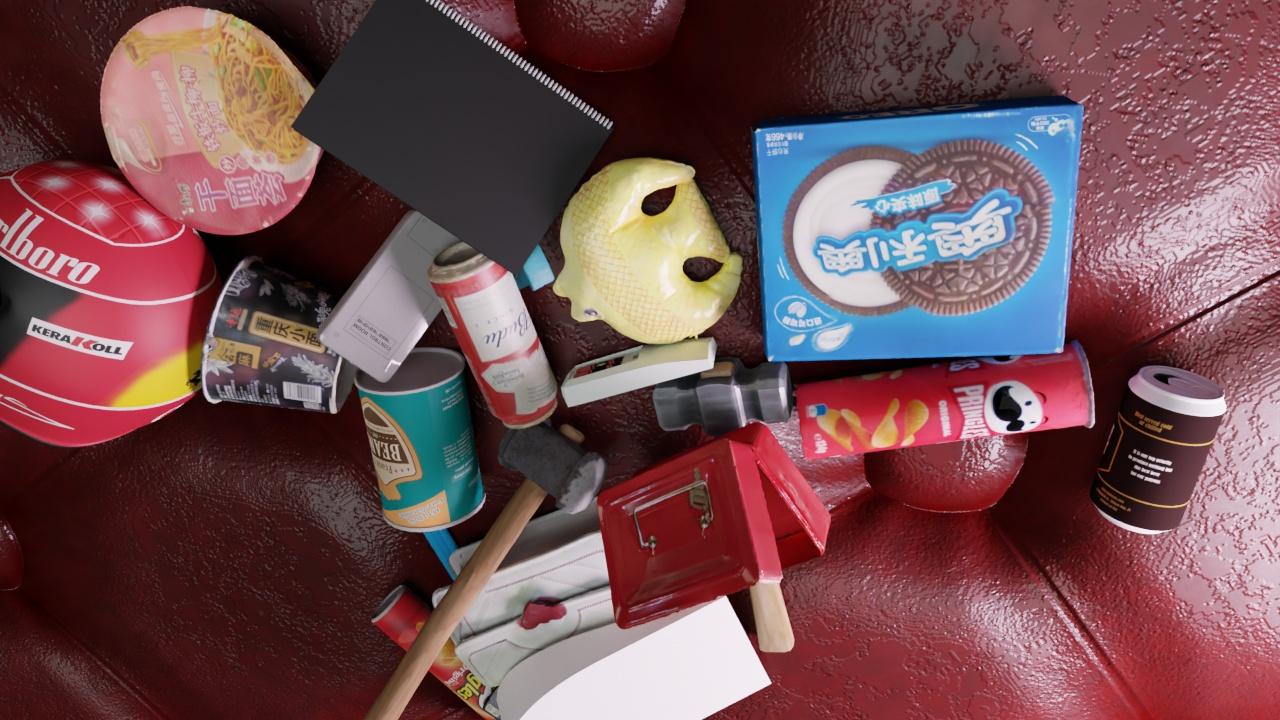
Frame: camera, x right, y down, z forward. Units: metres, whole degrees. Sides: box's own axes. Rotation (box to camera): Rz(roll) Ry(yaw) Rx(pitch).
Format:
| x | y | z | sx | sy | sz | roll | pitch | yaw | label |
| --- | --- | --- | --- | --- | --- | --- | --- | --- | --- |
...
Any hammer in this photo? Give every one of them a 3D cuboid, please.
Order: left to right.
| x | y | z | sx | sy | sz | roll | pitch | yaw | label |
| --- | --- | --- | --- | --- | --- | --- | --- | --- | --- |
| -0.153 | 0.199 | 0.842 | 0.098 | 0.052 | 0.328 | 32 | 84 | 29 | hammer |
| 0.103 | 0.148 | 0.872 | 0.117 | 0.051 | 0.323 | -6 | 116 | 18 | hammer |

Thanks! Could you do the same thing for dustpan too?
| x | y | z | sx | sy | sz | roll | pitch | yaw | label |
| --- | --- | --- | --- | --- | --- | --- | --- | --- | --- |
| -0.015 | 0.321 | 0.922 | 0.258 | 0.053 | 0.192 | -27 | 133 | -1 | dustpan |

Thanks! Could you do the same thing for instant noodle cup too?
| x | y | z | sx | sy | sz | roll | pitch | yaw | label |
| --- | --- | --- | --- | --- | --- | --- | --- | --- | --- |
| -0.342 | -0.201 | 0.768 | 0.179 | 0.077 | 0.179 | 1 | 111 | 3 | instant noodle cup |
| -0.315 | -0.014 | 0.833 | 0.112 | 0.137 | 0.137 | 16 | 117 | -8 | instant noodle cup |

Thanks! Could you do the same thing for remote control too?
| x | y | z | sx | sy | sz | roll | pitch | yaw | label |
| --- | --- | --- | --- | --- | --- | --- | --- | --- | --- |
| -0.208 | -0.060 | 0.797 | 0.074 | 0.019 | 0.151 | 41 | 80 | -36 | remote control |
| -0.005 | 0.005 | 0.822 | 0.143 | 0.049 | 0.024 | -16 | 111 | 17 | remote control |

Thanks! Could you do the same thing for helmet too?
| x | y | z | sx | sy | sz | roll | pitch | yaw | label |
| --- | --- | --- | --- | --- | --- | --- | --- | --- | --- |
| -0.496 | -0.064 | 0.802 | 0.271 | 0.197 | 0.225 | 31 | 116 | 5 | helmet |

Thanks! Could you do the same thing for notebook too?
| x | y | z | sx | sy | sz | roll | pitch | yaw | label |
| --- | --- | --- | --- | --- | --- | --- | --- | --- | --- |
| -0.146 | -0.187 | 0.734 | 0.206 | 0.016 | 0.149 | 33 | 87 | -10 | notebook |

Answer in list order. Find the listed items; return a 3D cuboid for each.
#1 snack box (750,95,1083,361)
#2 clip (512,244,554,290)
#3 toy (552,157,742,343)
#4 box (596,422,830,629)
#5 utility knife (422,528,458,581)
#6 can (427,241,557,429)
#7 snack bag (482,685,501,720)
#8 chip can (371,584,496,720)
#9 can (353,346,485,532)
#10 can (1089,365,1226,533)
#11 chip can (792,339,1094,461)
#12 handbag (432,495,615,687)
| x | y | z | sx | sy | sz | roll | pitch | yaw | label |
| --- | --- | --- | --- | --- | --- | --- | --- | --- | --- |
| 0.213 | -0.099 | 0.730 | 0.239 | 0.056 | 0.196 | -2 | 113 | 11 | snack box |
| -0.106 | -0.110 | 0.765 | 0.031 | 0.121 | 0.130 | -26 | 123 | -13 | clip |
| 0.001 | -0.083 | 0.776 | 0.155 | 0.064 | 0.170 | -30 | 114 | 9 | toy |
| 0.067 | 0.140 | 0.799 | 0.158 | 0.155 | 0.147 | -26 | 66 | 35 | box |
| -0.193 | 0.221 | 0.978 | 0.031 | 0.015 | 0.225 | -19 | 111 | 23 | utility knife |
| -0.127 | -0.022 | 0.812 | 0.067 | 0.067 | 0.170 | -10 | 121 | 15 | can |
| -0.097 | 0.333 | 0.982 | 0.074 | 0.018 | 0.155 | 35 | 94 | -5 | snack bag |
| -0.199 | 0.335 | 1.010 | 0.052 | 0.051 | 0.214 | -40 | 102 | 23 | chip can |
| -0.205 | 0.073 | 0.863 | 0.099 | 0.099 | 0.144 | 0 | 114 | 10 | can |
| 0.428 | 0.075 | 0.762 | 0.072 | 0.071 | 0.129 | 8 | 115 | 7 | can |
| 0.250 | 0.037 | 0.778 | 0.233 | 0.073 | 0.073 | -9 | 112 | 15 | chip can |
| -0.089 | 0.237 | 0.910 | 0.199 | 0.096 | 0.142 | -23 | 106 | 10 | handbag |
